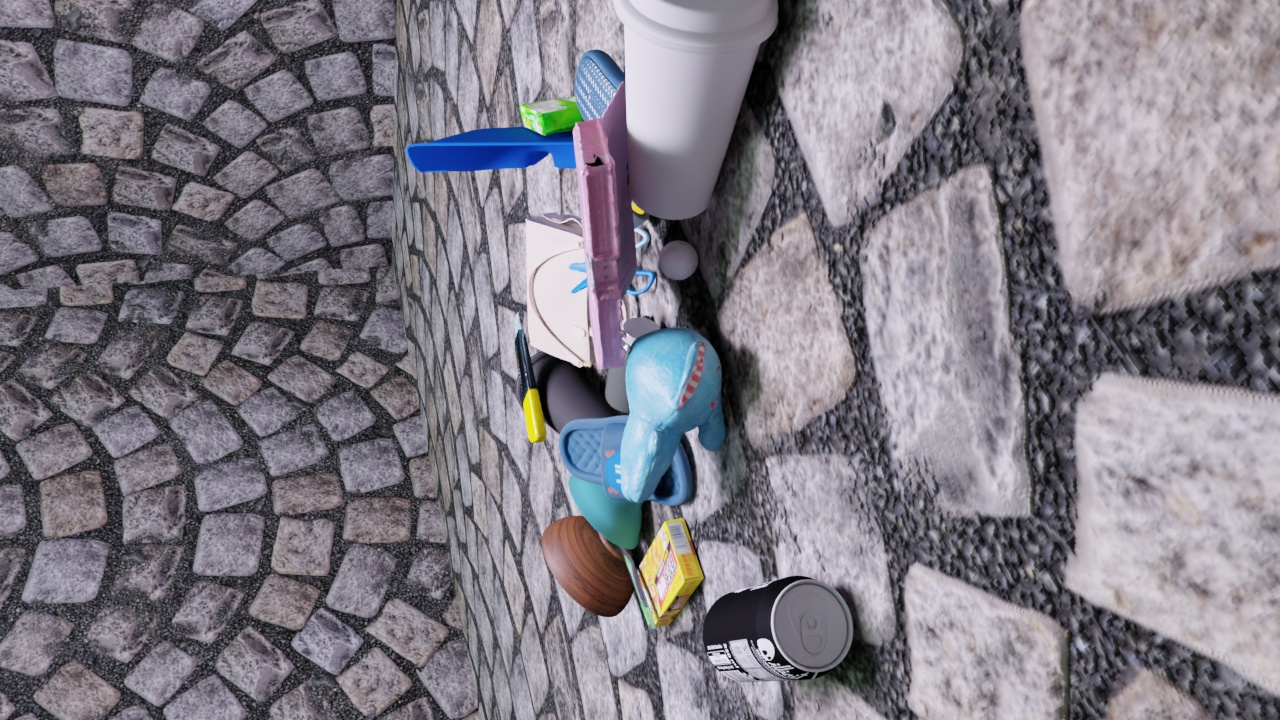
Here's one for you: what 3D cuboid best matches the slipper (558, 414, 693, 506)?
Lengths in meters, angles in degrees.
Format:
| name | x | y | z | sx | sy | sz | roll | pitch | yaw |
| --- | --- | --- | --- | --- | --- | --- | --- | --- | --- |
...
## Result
| name | x | y | z | sx | sy | sz | roll | pitch | yaw |
| --- | --- | --- | --- | --- | --- | --- | --- | --- | --- |
| slipper | -0.026 | 0.113 | 1.067 | 0.214 | 0.059 | 0.104 | 7 | 107 | 43 |

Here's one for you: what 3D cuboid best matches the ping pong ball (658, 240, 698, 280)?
| name | x | y | z | sx | sy | sz | roll | pitch | yaw |
| --- | --- | --- | --- | --- | --- | --- | --- | --- | --- |
| ping pong ball | 0.039 | -0.102 | 0.934 | 0.040 | 0.040 | 0.040 | 173 | 90 | -70 |

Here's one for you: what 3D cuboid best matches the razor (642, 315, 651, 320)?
| name | x | y | z | sx | sy | sz | roll | pitch | yaw |
| --- | --- | --- | --- | --- | --- | --- | --- | --- | --- |
| razor | -0.005 | 0.001 | 1.113 | 0.043 | 0.018 | 0.141 | -92 | 15 | -45 |

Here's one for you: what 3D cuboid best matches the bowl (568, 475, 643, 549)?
| name | x | y | z | sx | sy | sz | roll | pitch | yaw |
| --- | --- | --- | --- | --- | --- | --- | --- | --- | --- |
| bowl | -0.031 | 0.176 | 1.159 | 0.046 | 0.121 | 0.121 | -44 | 41 | 13 |

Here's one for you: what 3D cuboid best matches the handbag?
| name | x | y | z | sx | sy | sz | roll | pitch | yaw |
| --- | --- | --- | --- | --- | --- | --- | --- | --- | --- |
| handbag | -0.070 | -0.085 | 1.179 | 0.198 | 0.101 | 0.195 | 29 | 123 | 51 |

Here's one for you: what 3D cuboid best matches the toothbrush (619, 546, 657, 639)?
| name | x | y | z | sx | sy | sz | roll | pitch | yaw |
| --- | --- | --- | --- | --- | --- | --- | --- | --- | --- |
| toothbrush | -0.007 | 0.263 | 1.131 | 0.014 | 0.017 | 0.188 | -53 | 38 | 24 |

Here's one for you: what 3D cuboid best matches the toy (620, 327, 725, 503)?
| name | x | y | z | sx | sy | sz | roll | pitch | yaw |
| --- | --- | --- | --- | --- | --- | --- | --- | --- | --- |
| toy | 0.032 | 0.056 | 0.908 | 0.183 | 0.115 | 0.180 | 162 | 122 | -78 |

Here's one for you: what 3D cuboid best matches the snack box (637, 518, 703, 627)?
| name | x | y | z | sx | sy | sz | roll | pitch | yaw |
| --- | --- | --- | --- | --- | --- | --- | --- | --- | --- |
| snack box | 0.032 | 0.252 | 1.079 | 0.153 | 0.025 | 0.075 | 112 | 146 | -52 |

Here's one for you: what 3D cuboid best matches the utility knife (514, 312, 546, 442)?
| name | x | y | z | sx | sy | sz | roll | pitch | yaw |
| --- | --- | --- | --- | --- | --- | --- | --- | --- | --- |
| utility knife | -0.154 | 0.022 | 1.247 | 0.029 | 0.020 | 0.186 | -34 | 63 | 49 |

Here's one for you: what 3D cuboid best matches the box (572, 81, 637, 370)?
| name | x | y | z | sx | sy | sz | roll | pitch | yaw |
| --- | --- | --- | --- | --- | --- | --- | --- | --- | --- |
| box | -0.034 | -0.130 | 0.900 | 0.179 | 0.051 | 0.233 | -84 | -7 | -49 |

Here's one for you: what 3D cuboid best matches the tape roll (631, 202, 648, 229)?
| name | x | y | z | sx | sy | sz | roll | pitch | yaw |
| --- | --- | --- | --- | --- | --- | --- | --- | --- | --- |
| tape roll | -0.027 | -0.189 | 1.023 | 0.019 | 0.094 | 0.094 | -35 | 53 | 20 |

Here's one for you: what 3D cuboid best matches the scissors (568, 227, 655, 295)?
| name | x | y | z | sx | sy | sz | roll | pitch | yaw |
| --- | --- | --- | --- | --- | --- | --- | --- | --- | --- |
| scissors | -0.038 | -0.118 | 1.081 | 0.133 | 0.020 | 0.097 | 6 | 89 | 33 |

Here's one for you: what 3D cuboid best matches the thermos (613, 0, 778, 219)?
| name | x | y | z | sx | sy | sz | roll | pitch | yaw |
| --- | --- | --- | --- | --- | --- | --- | --- | --- | --- |
| thermos | 0.038 | -0.232 | 0.797 | 0.222 | 0.131 | 0.131 | 97 | 157 | -51 |

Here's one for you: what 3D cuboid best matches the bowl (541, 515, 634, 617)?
| name | x | y | z | sx | sy | sz | roll | pitch | yaw |
| --- | --- | --- | --- | --- | --- | --- | --- | --- | --- |
| bowl | -0.052 | 0.253 | 1.197 | 0.069 | 0.147 | 0.147 | -43 | 44 | 16 |

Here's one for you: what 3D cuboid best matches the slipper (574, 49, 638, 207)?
| name | x | y | z | sx | sy | sz | roll | pitch | yaw |
| --- | --- | --- | --- | --- | --- | --- | --- | --- | --- |
| slipper | -0.007 | -0.253 | 0.988 | 0.213 | 0.059 | 0.104 | 59 | 146 | 23 |

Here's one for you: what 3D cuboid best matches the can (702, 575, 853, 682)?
| name | x | y | z | sx | sy | sz | roll | pitch | yaw |
| --- | --- | --- | --- | --- | --- | --- | --- | --- | --- |
| can | 0.113 | 0.229 | 0.777 | 0.146 | 0.080 | 0.080 | 132 | 129 | -64 |

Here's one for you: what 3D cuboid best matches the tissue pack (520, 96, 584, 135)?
| name | x | y | z | sx | sy | sz | roll | pitch | yaw |
| --- | --- | --- | --- | --- | --- | --- | --- | --- | --- |
| tissue pack | -0.091 | -0.309 | 1.144 | 0.114 | 0.099 | 0.034 | -137 | 33 | -61 |

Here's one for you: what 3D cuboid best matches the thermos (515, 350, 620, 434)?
| name | x | y | z | sx | sy | sz | roll | pitch | yaw |
| --- | --- | --- | --- | --- | --- | --- | --- | --- | --- |
| thermos | -0.088 | 0.067 | 1.249 | 0.218 | 0.105 | 0.106 | 40 | 133 | 55 |

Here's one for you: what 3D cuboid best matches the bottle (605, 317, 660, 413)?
| name | x | y | z | sx | sy | sz | roll | pitch | yaw |
| --- | --- | --- | --- | --- | --- | --- | --- | --- | --- |
| bottle | -0.006 | 0.006 | 1.058 | 0.060 | 0.060 | 0.109 | -118 | 29 | -45 |

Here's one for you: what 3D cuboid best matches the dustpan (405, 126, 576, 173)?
| name | x | y | z | sx | sy | sz | roll | pitch | yaw |
| --- | --- | --- | --- | --- | --- | --- | --- | --- | --- |
| dustpan | -0.138 | -0.275 | 1.193 | 0.257 | 0.246 | 0.060 | -68 | -22 | -65 |
